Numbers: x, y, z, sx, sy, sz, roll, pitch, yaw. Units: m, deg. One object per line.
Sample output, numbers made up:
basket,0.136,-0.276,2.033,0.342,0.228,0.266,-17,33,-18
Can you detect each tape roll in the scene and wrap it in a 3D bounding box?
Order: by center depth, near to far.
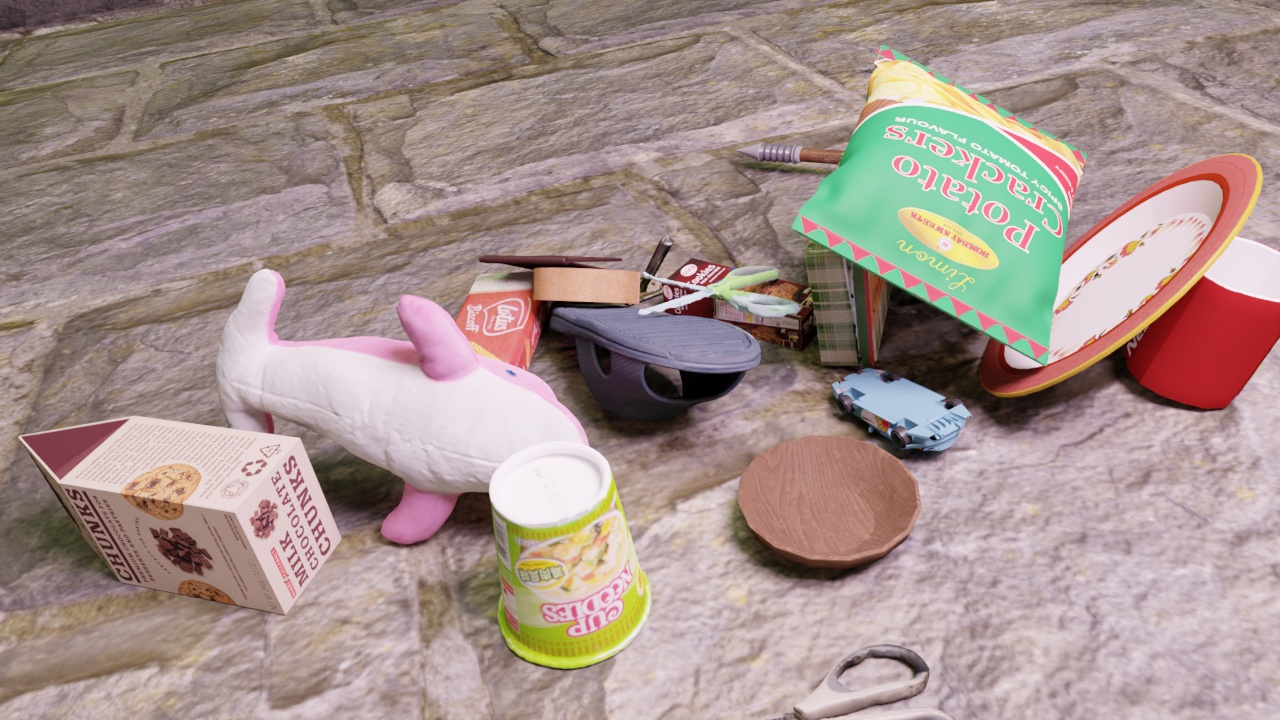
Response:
tape roll,-0.047,-0.065,0.809,0.094,0.027,0.094,2,3,0

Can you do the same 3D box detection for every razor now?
razor,0.012,-0.085,0.833,0.042,0.106,0.026,-20,75,-20

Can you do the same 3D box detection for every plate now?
plate,0.341,-0.055,0.661,0.021,0.231,0.229,42,46,-2

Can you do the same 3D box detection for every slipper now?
slipper,-0.004,0.004,0.721,0.101,0.082,0.264,-2,10,-26

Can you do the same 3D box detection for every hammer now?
hammer,0.256,-0.220,1.009,0.323,0.043,0.155,11,29,27

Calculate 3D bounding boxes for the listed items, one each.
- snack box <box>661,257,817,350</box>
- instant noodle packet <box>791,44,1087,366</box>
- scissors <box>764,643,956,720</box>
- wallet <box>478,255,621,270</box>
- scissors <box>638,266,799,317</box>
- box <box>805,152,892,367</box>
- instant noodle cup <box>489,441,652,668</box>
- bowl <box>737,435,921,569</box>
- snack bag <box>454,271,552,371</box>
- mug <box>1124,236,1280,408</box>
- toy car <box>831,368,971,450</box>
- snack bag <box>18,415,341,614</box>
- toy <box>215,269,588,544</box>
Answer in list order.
snack box,0.093,-0.052,0.822,0.141,0.032,0.050,18,42,31
instant noodle packet,0.238,-0.131,0.695,0.195,0.091,0.251,29,54,1
scissors,0.088,0.199,0.481,0.169,0.013,0.133,-26,37,-29
wallet,-0.081,-0.093,0.867,0.092,0.018,0.115,5,4,26
scissors,0.063,-0.058,0.757,0.171,0.021,0.172,-22,31,-40
box,0.189,-0.093,0.791,0.050,0.118,0.204,-1,33,25
instant noodle cup,-0.046,0.111,0.550,0.099,0.108,0.098,-4,36,3
bowl,0.123,0.098,0.605,0.118,0.030,0.117,-5,35,3
snack bag,-0.131,-0.009,0.796,0.077,0.041,0.224,-3,36,9
mug,0.417,-0.038,0.674,0.080,0.097,0.116,18,42,11
toy car,0.190,0.040,0.679,0.060,0.027,0.108,-23,28,-21
snack bag,-0.325,0.099,0.629,0.206,0.094,0.069,5,37,17
toy,-0.158,0.027,0.640,0.265,0.187,0.127,14,22,4
